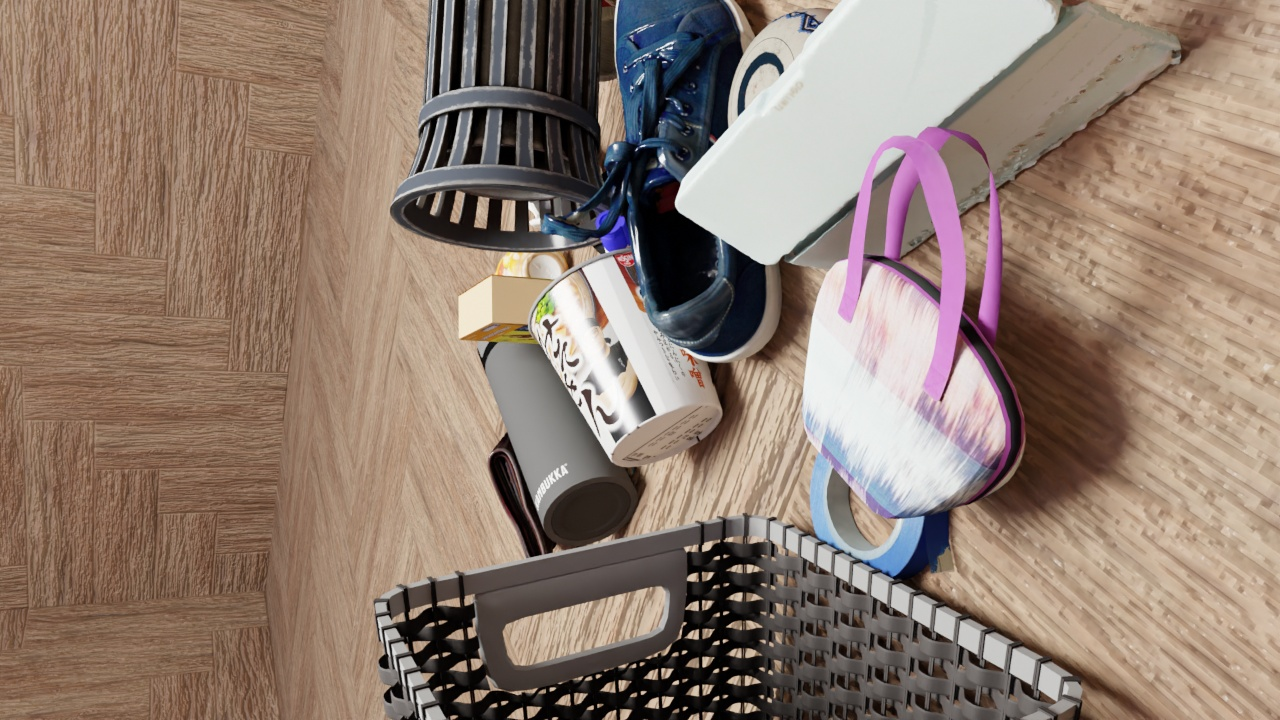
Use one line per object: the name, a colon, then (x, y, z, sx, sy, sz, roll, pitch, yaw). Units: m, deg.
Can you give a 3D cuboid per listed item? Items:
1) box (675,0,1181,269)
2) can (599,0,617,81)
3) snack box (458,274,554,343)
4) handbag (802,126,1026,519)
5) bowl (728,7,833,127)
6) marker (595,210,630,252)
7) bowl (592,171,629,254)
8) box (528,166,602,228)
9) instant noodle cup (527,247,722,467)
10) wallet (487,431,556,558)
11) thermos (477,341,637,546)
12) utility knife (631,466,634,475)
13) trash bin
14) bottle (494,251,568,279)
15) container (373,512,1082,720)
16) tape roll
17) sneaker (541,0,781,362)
box: (0.116, -0.099, 0.419, 0.198, 0.136, 0.043, -40, 36, 55)
can: (-0.048, -0.295, 0.815, 0.114, 0.063, 0.063, 56, 136, 48)
snack box: (-0.084, -0.041, 0.798, 0.088, 0.125, 0.040, -15, 75, 61)
handbag: (0.122, -0.021, 0.413, 0.144, 0.068, 0.170, -126, 24, -49)
bowl: (0.095, -0.152, 0.542, 0.116, 0.059, 0.115, -8, 81, 62)
marker: (-0.010, -0.068, 0.694, 0.141, 0.020, 0.020, 68, -171, -66)
bowl: (-0.011, -0.119, 0.745, 0.124, 0.052, 0.124, -8, 82, 62)
box: (-0.076, -0.162, 0.849, 0.092, 0.081, 0.161, -61, 37, 19)
instant noodle cup: (-0.004, 0.004, 0.670, 0.124, 0.123, 0.121, -54, 52, 46)
wallet: (-0.110, 0.130, 0.863, 0.099, 0.031, 0.120, -88, -23, -84)
thermos: (-0.083, 0.051, 0.837, 0.240, 0.082, 0.082, 60, 139, 45)
utility knife: (-0.014, 0.013, 0.770, 0.022, 0.015, 0.168, -174, 80, -78)
trash bin: (-0.096, -0.213, 0.689, 0.165, 0.164, 0.227, -14, 72, 61)
bottle: (-0.117, -0.084, 0.931, 0.109, 0.063, 0.063, -4, 85, 62)
container: (0.026, 0.244, 0.440, 0.246, 0.247, 0.244, 19, 113, 61)
tape roll: (0.129, 0.076, 0.507, 0.093, 0.016, 0.091, -27, 64, 59)
sneaker: (0.012, -0.147, 0.597, 0.121, 0.127, 0.294, -15, 74, 29)
